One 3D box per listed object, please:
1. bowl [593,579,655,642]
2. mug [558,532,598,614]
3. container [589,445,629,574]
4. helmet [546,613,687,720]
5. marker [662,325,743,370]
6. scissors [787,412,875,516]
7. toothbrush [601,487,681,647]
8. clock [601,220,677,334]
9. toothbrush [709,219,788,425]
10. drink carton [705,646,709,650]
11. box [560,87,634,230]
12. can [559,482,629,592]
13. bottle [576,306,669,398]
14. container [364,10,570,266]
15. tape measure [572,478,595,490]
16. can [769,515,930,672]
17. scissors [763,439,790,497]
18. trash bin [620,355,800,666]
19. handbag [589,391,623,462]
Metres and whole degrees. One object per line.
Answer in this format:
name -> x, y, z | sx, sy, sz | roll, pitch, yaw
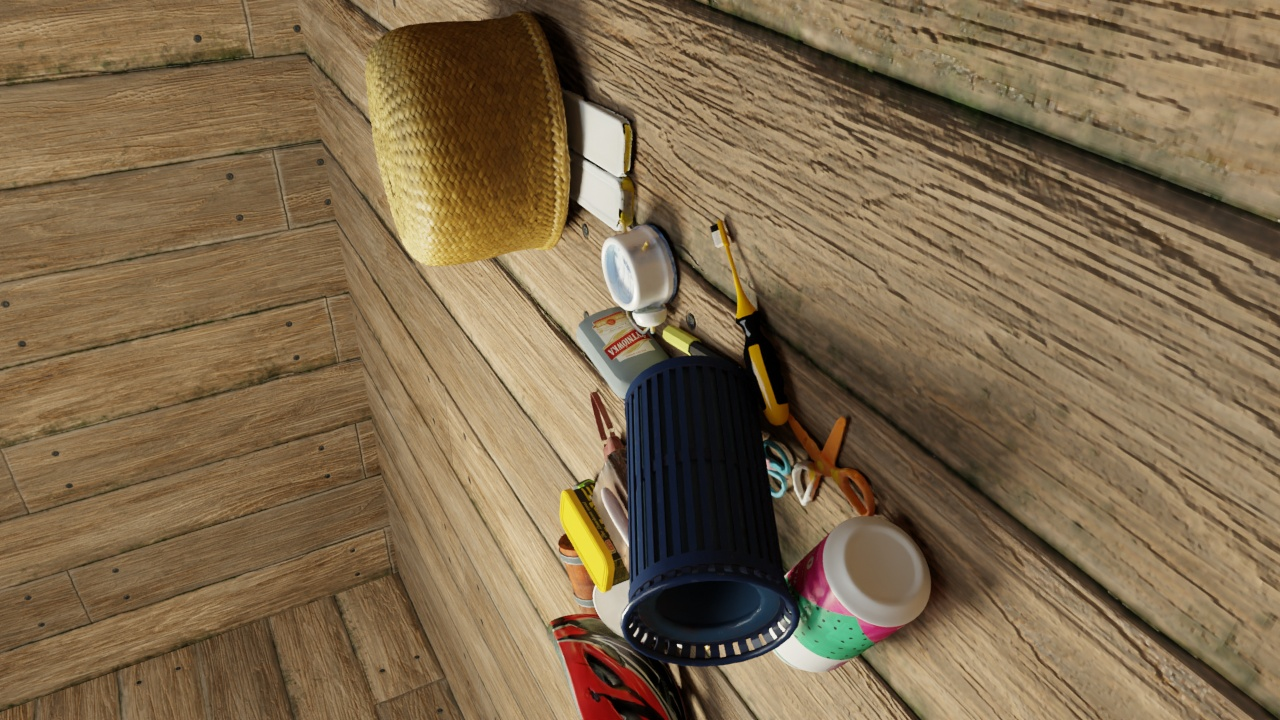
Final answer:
bowl -> -0.004, 0.309, 1.197 | 0.105, 0.054, 0.105 | 11, 115, 24
mug -> -0.069, 0.300, 1.347 | 0.117, 0.081, 0.111 | -104, 1, -74
container -> 0.040, 0.178, 0.984 | 0.198, 0.112, 0.114 | 60, 152, 26
helmet -> -0.034, 0.461, 1.240 | 0.272, 0.166, 0.218 | 62, 169, 4
marker -> 0.063, -0.008, 0.935 | 0.021, 0.017, 0.124 | 50, 170, -36
scissors -> 0.160, 0.093, 0.798 | 0.125, 0.011, 0.129 | 57, 151, 33
toothbrush -> 0.002, 0.205, 0.925 | 0.181, 0.015, 0.018 | 60, 158, 24
clock -> -0.002, -0.086, 0.988 | 0.089, 0.051, 0.126 | 45, 146, 45
toothbrush -> 0.099, -0.036, 0.833 | 0.031, 0.031, 0.196 | -19, 80, 21
drink carton -> 0.069, 0.259, 1.036 | 0.122, 0.058, 0.041 | 61, 153, 25
box -> -0.063, -0.239, 1.058 | 0.209, 0.023, 0.127 | 44, 143, 50
can -> -0.029, 0.212, 1.162 | 0.130, 0.100, 0.073 | 53, 148, 38
bottle -> -0.006, 0.006, 1.023 | 0.161, 0.072, 0.046 | 52, 154, 39
container -> -0.220, -0.267, 1.131 | 0.307, 0.196, 0.307 | 166, 90, -70
tape measure -> -0.068, 0.199, 1.319 | 0.066, 0.035, 0.059 | 0, 113, 61
can -> 0.165, 0.198, 0.760 | 0.088, 0.088, 0.166 | 62, 153, 24
scissors -> 0.109, 0.094, 0.913 | 0.137, 0.015, 0.056 | -147, 48, -64
trash bin -> 0.051, 0.118, 0.801 | 0.249, 0.139, 0.140 | -92, 9, -45
handbag -> -0.045, 0.095, 1.223 | 0.055, 0.029, 0.119 | 116, 138, -58
